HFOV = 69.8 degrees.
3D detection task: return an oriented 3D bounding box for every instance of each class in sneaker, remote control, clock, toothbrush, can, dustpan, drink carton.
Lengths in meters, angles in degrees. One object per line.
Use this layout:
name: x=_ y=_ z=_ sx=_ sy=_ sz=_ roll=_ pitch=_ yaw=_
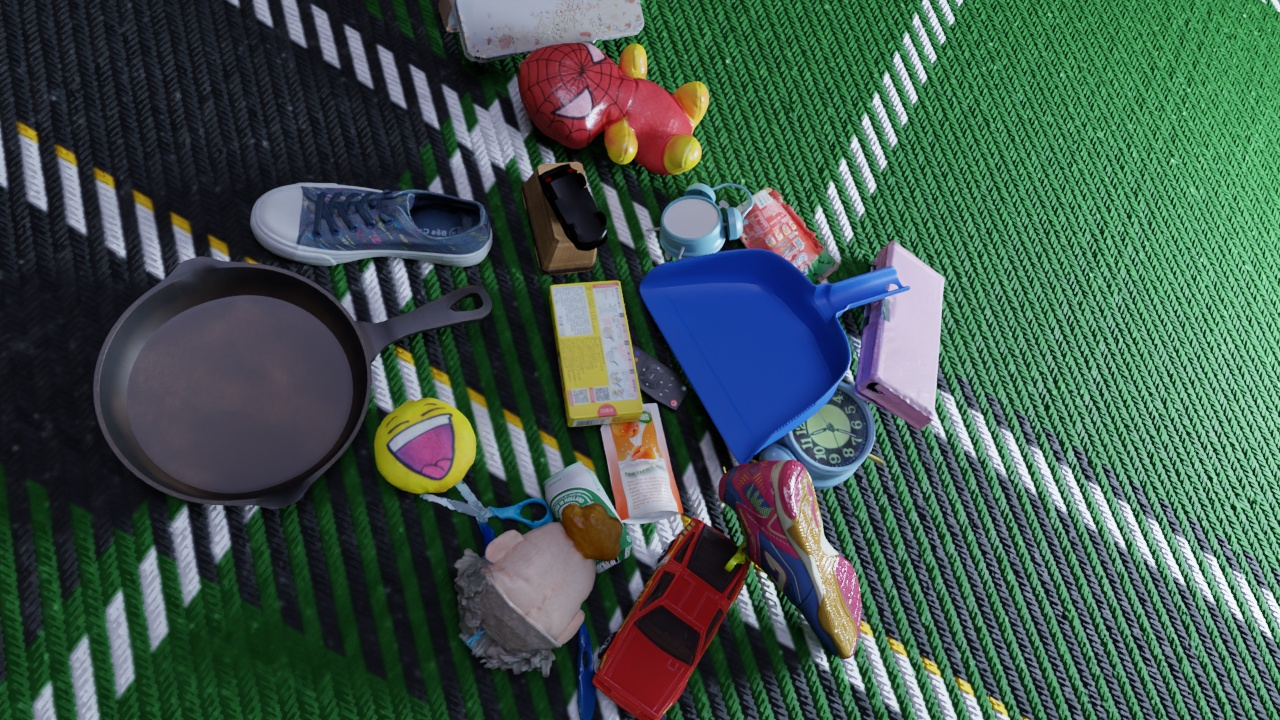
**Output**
sneaker: x=-0.261 y=-0.144 z=0.909 sx=0.235 sy=0.079 sz=0.087 roll=2 pitch=70 yaw=-16
sneaker: x=0.145 y=0.191 z=0.881 sx=0.242 sy=0.091 sz=0.116 roll=64 pitch=34 yaw=-26
remote control: x=-0.006 y=0.006 z=0.967 sx=0.125 sy=0.010 sz=0.039 roll=36 pitch=64 yaw=-1
clock: x=0.173 y=0.076 z=0.967 sx=0.162 sy=0.060 sz=0.118 roll=-7 pitch=73 yaw=-16
toothbrush: x=-0.052 y=0.267 z=0.851 sx=0.021 sy=0.016 sz=0.132 roll=13 pitch=64 yaw=-42
can: x=-0.050 y=0.150 z=0.875 sx=0.053 sy=0.053 sz=0.101 roll=-27 pitch=80 yaw=-24
dustpan: x=0.165 y=-0.039 z=0.962 sx=0.257 sy=0.060 sz=0.245 roll=-17 pitch=57 yaw=-19
drink carton: x=-0.003 y=0.099 z=0.923 sx=0.069 sy=0.039 sz=0.122 roll=-4 pitch=65 yaw=-19
clock: x=0.072 y=-0.158 z=1.025 sx=0.123 sy=0.042 sz=0.087 roll=-36 pitch=60 yaw=-16

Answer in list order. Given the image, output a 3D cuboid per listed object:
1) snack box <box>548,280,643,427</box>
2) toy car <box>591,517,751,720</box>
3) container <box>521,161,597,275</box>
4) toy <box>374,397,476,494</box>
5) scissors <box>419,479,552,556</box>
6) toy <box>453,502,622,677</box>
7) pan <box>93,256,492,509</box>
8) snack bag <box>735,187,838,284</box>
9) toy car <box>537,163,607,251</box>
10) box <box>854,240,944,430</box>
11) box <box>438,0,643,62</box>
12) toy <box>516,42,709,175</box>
snack box: x=-0.047 y=-0.009 z=0.937 sx=0.075 sy=0.025 sz=0.152 roll=-5 pitch=67 yaw=-13
toy car: x=0.032 y=0.243 z=0.865 sx=0.081 sy=0.056 sz=0.189 roll=36 pitch=65 yaw=0
container: x=-0.083 y=-0.156 z=0.976 sx=0.063 sy=0.061 sz=0.114 roll=-9 pitch=73 yaw=-20
toy: x=-0.202 y=0.080 z=0.862 sx=0.095 sy=0.041 sz=0.094 roll=-26 pitch=77 yaw=-23
scissors: x=-0.153 y=0.155 z=0.865 sx=0.133 sy=0.015 sz=0.103 roll=20 pitch=67 yaw=-7
toy: x=-0.091 y=0.194 z=0.820 sx=0.176 sy=0.076 sz=0.133 roll=-40 pitch=113 yaw=-6
pan: x=-0.308 y=0.002 z=0.860 sx=0.355 sy=0.043 sz=0.248 roll=-21 pitch=77 yaw=-23
snack bag: x=0.171 y=-0.125 z=1.057 sx=0.087 sy=0.044 sz=0.155 roll=-38 pitch=88 yaw=-20
toy car: x=-0.068 y=-0.152 z=0.924 sx=0.042 sy=0.036 sz=0.091 roll=-28 pitch=90 yaw=-22
box: x=0.291 y=-0.030 z=1.024 sx=0.098 sy=0.046 sz=0.232 roll=33 pitch=47 yaw=-15
box: x=-0.117 y=-0.404 z=1.053 sx=0.216 sy=0.108 sz=0.095 roll=-17 pitch=113 yaw=-21
toy: x=-0.034 y=-0.280 z=1.018 sx=0.216 sy=0.099 sz=0.147 roll=16 pitch=56 yaw=-12
